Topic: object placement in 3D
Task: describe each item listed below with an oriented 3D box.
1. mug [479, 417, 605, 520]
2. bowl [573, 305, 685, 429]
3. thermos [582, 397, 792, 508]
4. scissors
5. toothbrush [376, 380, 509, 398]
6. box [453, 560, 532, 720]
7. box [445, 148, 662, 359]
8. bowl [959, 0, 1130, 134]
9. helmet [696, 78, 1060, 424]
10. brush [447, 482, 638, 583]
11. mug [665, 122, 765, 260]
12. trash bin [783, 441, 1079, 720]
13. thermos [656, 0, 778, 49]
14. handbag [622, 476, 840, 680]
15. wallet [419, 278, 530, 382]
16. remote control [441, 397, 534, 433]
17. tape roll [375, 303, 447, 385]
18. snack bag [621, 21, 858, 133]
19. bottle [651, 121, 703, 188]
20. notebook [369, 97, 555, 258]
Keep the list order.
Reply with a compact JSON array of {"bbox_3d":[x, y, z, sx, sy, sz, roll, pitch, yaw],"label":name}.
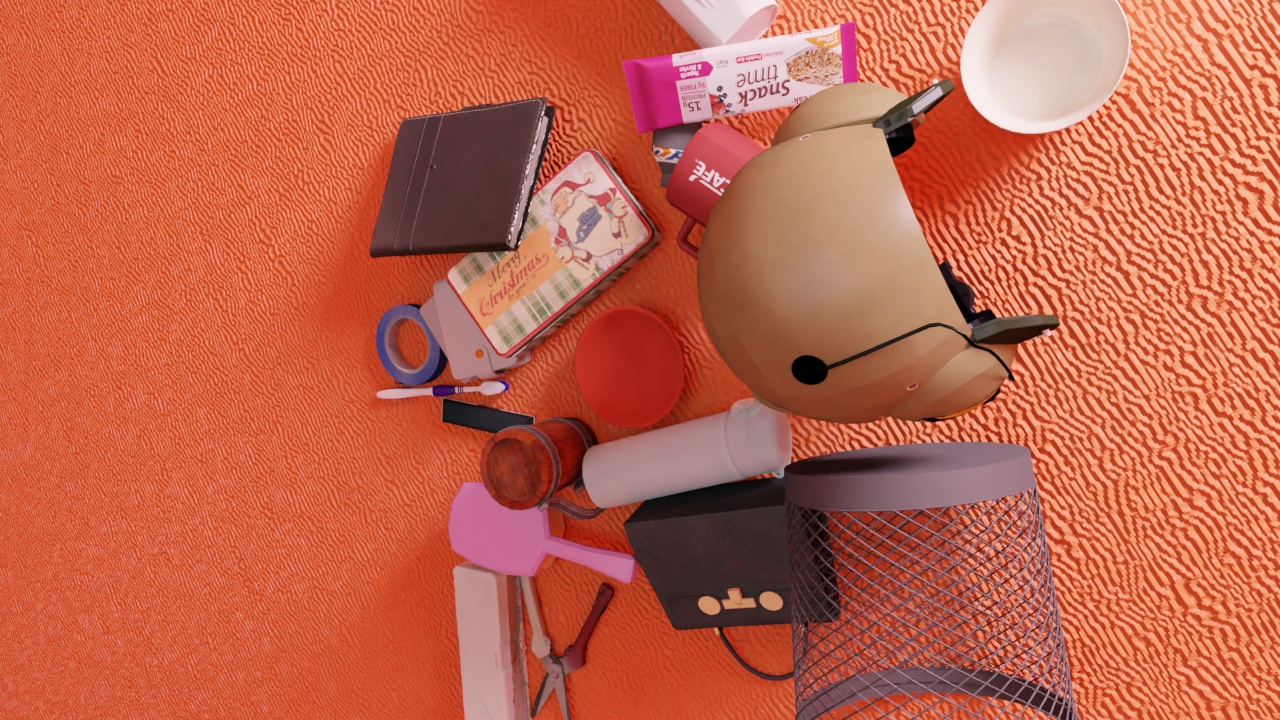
[{"bbox_3d":[-0.087,0.113,0.923,0.082,0.111,0.117,-42,78,25],"label":"mug"},{"bbox_3d":[-0.006,0.005,0.910,0.122,0.035,0.122,4,99,26],"label":"bowl"},{"bbox_3d":[0.045,0.091,0.879,0.207,0.065,0.078,-17,102,28],"label":"thermos"},{"bbox_3d":[-0.092,0.302,1.006,0.179,0.015,0.199,49,114,12],"label":"scissors"},{"bbox_3d":[-0.226,0.034,1.038,0.187,0.016,0.015,-4,95,30],"label":"toothbrush"},{"bbox_3d":[-0.171,0.322,1.032,0.083,0.067,0.199,-3,97,8],"label":"box"},{"bbox_3d":[-0.087,-0.103,0.911,0.206,0.050,0.117,-37,78,16],"label":"box"},{"bbox_3d":[0.309,-0.229,0.702,0.115,0.062,0.115,4,98,26],"label":"bowl"},{"bbox_3d":[0.156,-0.066,0.682,0.233,0.255,0.250,-24,84,24],"label":"helmet"},{"bbox_3d":[-0.100,0.189,0.971,0.229,0.043,0.089,11,92,25],"label":"brush"},{"bbox_3d":[0.080,-0.138,0.823,0.096,0.080,0.117,37,118,18],"label":"mug"},{"bbox_3d":[0.220,0.190,0.727,0.218,0.217,0.227,-6,90,27],"label":"trash bin"},{"bbox_3d":[0.024,-0.368,0.813,0.100,0.099,0.220,-42,82,25],"label":"thermos"},{"bbox_3d":[0.102,0.221,0.881,0.176,0.072,0.196,-12,102,28],"label":"handbag"},{"bbox_3d":[-0.184,-0.036,0.993,0.115,0.037,0.118,-14,88,25],"label":"wallet"},{"bbox_3d":[-0.172,0.065,1.016,0.124,0.011,0.028,9,101,26],"label":"remote control"},{"bbox_3d":[-0.261,-0.018,1.047,0.091,0.016,0.093,-7,94,28],"label":"tape roll"},{"bbox_3d":[0.087,-0.242,0.793,0.197,0.016,0.070,-6,131,10],"label":"snack bag"},{"bbox_3d":[0.035,-0.216,0.853,0.047,0.046,0.112,12,102,25],"label":"bottle"},{"bbox_3d":[-0.187,-0.186,0.942,0.209,0.029,0.169,4,75,32],"label":"notebook"}]
